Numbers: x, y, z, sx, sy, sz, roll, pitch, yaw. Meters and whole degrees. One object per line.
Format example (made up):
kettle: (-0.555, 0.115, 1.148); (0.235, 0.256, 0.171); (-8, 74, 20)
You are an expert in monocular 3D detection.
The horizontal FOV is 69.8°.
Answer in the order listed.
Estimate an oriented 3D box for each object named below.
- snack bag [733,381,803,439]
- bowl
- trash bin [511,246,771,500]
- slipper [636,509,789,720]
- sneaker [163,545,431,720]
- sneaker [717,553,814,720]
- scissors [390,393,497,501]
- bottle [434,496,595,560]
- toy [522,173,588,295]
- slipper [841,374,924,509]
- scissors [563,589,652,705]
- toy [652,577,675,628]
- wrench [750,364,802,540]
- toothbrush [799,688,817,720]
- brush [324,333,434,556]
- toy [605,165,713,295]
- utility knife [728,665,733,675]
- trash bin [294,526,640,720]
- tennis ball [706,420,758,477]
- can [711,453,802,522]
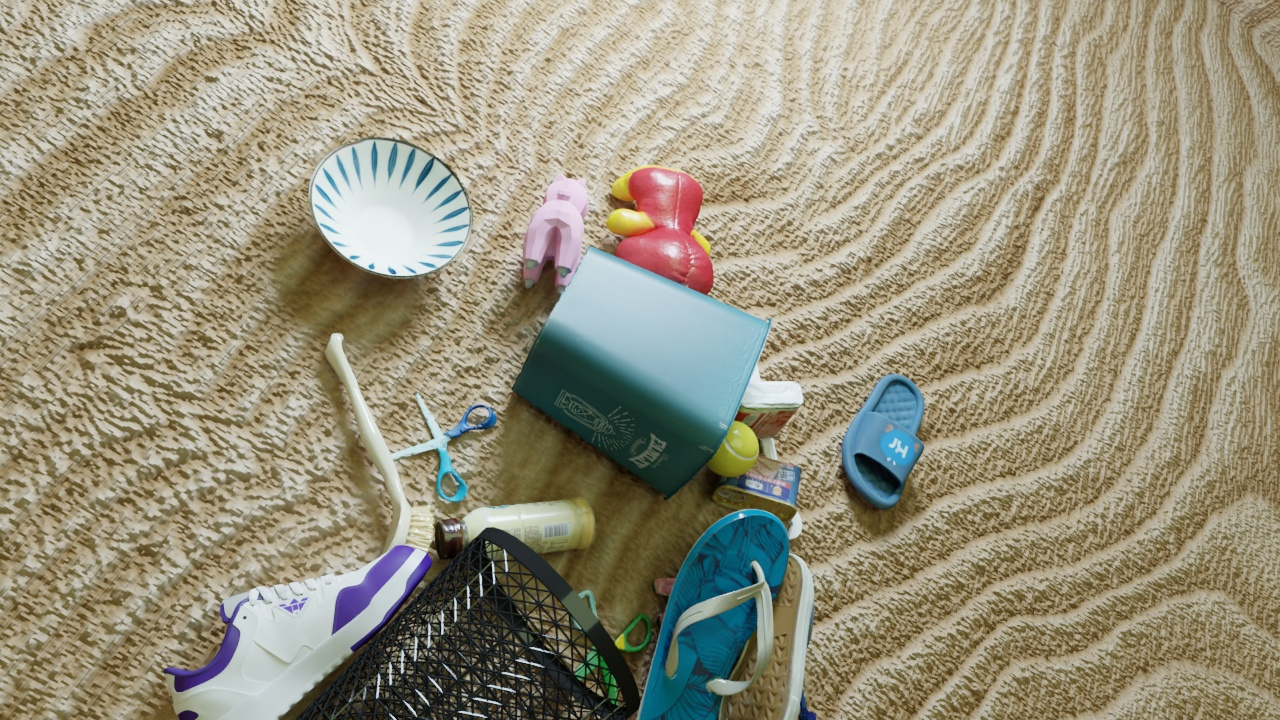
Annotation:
snack bag: (0.142, 0.061, 1.104); (0.077, 0.116, 0.036); (0, 66, -9)
bowl: (-0.283, -0.156, 1.028); (0.177, 0.071, 0.177); (11, 63, -22)
trash bin: (-0.006, 0.006, 1.028); (0.218, 0.197, 0.198); (29, 57, -4)
slipper: (0.077, 0.290, 0.955); (0.118, 0.060, 0.294); (26, 77, -12)
sneaker: (-0.307, 0.234, 0.817); (0.243, 0.092, 0.111); (-41, 87, -24)
sneaker: (0.153, 0.334, 1.009); (0.079, 0.088, 0.235); (41, 59, -46)
scissors: (-0.208, 0.088, 0.987); (0.132, 0.014, 0.127); (-26, 76, -29)
bottle: (-0.130, 0.177, 0.955); (0.161, 0.057, 0.056); (-2, 68, -27)
toy: (-0.098, -0.162, 1.102); (0.067, 0.123, 0.157); (13, 71, -4)
slipper: (0.330, 0.099, 1.223); (0.104, 0.059, 0.213); (33, 55, -6)
scissors: (-0.042, 0.299, 0.969); (0.125, 0.011, 0.127); (-36, 84, -36)
toy: (0.069, 0.266, 1.016); (0.112, 0.050, 0.087); (3, 59, -2)
wrench: (0.159, 0.094, 1.168); (0.047, 0.009, 0.273); (1, 66, -26)
toothbrush: (0.178, 0.332, 1.061); (0.016, 0.017, 0.189); (2, 66, -26)
brush: (-0.272, 0.092, 0.932); (0.077, 0.062, 0.272); (-4, 64, -46)
toy: (0.030, -0.152, 1.171); (0.147, 0.099, 0.215); (7, 59, -16)
utility knife: (0.096, 0.325, 1.023); (0.029, 0.020, 0.173); (33, 58, -7)
trash bin: (-0.163, 0.307, 0.797); (0.242, 0.217, 0.217); (-38, 87, -28)
tennis ball: (0.103, 0.101, 1.052); (0.065, 0.065, 0.065); (11, 63, -22)
can: (0.140, 0.148, 1.097); (0.100, 0.054, 0.058); (16, 57, -2)
